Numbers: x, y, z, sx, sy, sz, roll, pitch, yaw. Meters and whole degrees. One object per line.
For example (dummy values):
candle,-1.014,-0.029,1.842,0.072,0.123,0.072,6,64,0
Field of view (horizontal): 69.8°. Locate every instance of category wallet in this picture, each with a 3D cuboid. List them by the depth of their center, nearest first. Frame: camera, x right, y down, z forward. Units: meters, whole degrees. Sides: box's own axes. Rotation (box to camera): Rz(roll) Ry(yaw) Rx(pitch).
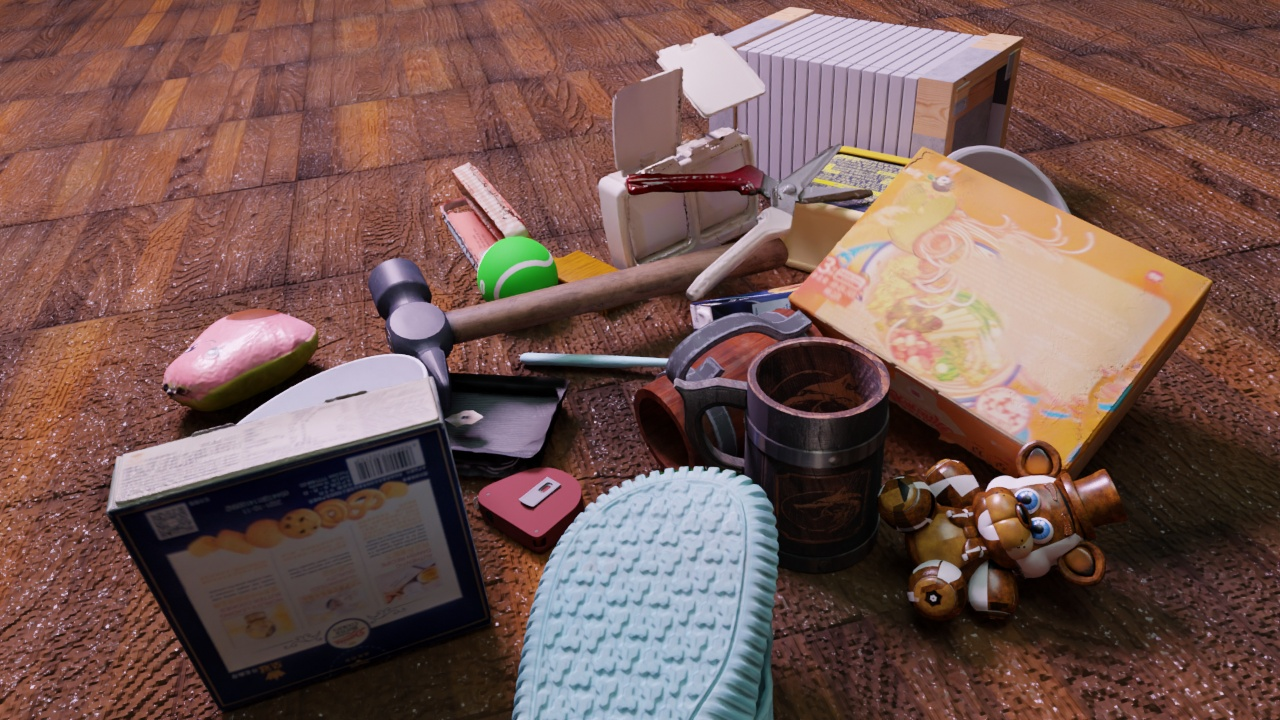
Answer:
wallet,-0.111,0.042,0.622,0.115,0.026,0.089,3,35,11

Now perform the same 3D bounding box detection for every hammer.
hammer,-0.028,-0.051,0.689,0.321,0.040,0.129,-15,50,-22

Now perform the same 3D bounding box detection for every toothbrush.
toothbrush,-0.004,0.004,0.675,0.181,0.016,0.016,4,7,15

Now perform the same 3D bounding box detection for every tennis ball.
tennis ball,-0.100,-0.068,0.745,0.065,0.065,0.065,-3,35,2

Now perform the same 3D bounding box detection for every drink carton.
drink carton,0.105,-0.033,0.675,0.130,0.040,0.064,-11,6,-8

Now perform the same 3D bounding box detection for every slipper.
slipper,-0.002,0.168,0.397,0.116,0.070,0.275,3,50,13

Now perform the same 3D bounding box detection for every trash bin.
trash bin,0.208,-0.237,0.886,0.247,0.143,0.142,23,43,34

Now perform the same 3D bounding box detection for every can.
can,0.196,-0.118,0.779,0.135,0.075,0.104,21,45,32

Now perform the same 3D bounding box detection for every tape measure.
tape measure,-0.065,0.085,0.560,0.059,0.019,0.051,23,43,34

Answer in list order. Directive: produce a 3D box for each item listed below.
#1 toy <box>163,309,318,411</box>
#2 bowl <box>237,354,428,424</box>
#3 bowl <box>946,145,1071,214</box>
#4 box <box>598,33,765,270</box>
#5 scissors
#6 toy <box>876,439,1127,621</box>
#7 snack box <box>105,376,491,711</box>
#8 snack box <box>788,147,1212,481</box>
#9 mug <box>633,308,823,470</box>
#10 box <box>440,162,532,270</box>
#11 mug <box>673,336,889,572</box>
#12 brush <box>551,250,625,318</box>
toy,-0.299,0.000,0.682,0.090,0.051,0.109,11,39,23
bowl,-0.175,0.067,0.537,0.144,0.074,0.143,-18,28,9
bowl,0.264,-0.086,0.701,0.149,0.149,0.043,-23,-3,-25
box,0.039,-0.160,0.758,0.143,0.180,0.080,-28,40,-20
scissors,0.081,-0.115,0.711,0.198,0.015,0.179,14,63,1
toy,0.190,0.087,0.479,0.113,0.067,0.087,-22,65,18
snack box,-0.156,0.092,0.450,0.144,0.145,0.042,-15,38,-14
snack box,0.217,-0.024,0.581,0.195,0.081,0.145,37,79,30
mug,0.060,0.012,0.570,0.111,0.118,0.081,-26,54,-23
box,-0.149,-0.130,0.855,0.067,0.057,0.187,-43,39,1
mug,0.079,0.052,0.514,0.116,0.107,0.079,0,35,7
brush,-0.057,-0.075,0.792,0.048,0.017,0.126,-30,42,-32
